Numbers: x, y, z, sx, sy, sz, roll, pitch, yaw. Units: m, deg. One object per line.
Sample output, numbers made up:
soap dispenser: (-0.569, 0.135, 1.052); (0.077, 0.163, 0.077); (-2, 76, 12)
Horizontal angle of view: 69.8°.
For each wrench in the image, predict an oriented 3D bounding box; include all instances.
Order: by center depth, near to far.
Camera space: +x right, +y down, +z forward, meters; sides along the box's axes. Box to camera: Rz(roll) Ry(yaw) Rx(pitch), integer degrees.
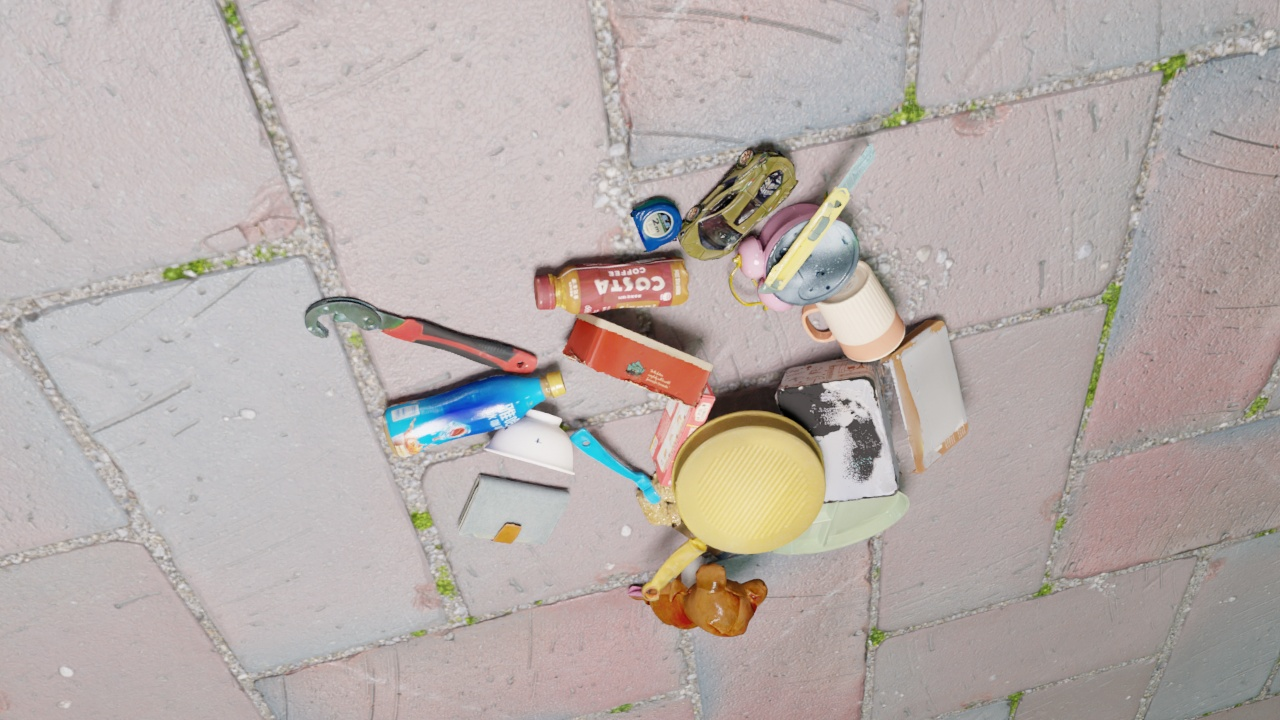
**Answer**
wrench: (-0.249, -0.025, 1.070); (0.273, 0.016, 0.056); (13, 125, -23)

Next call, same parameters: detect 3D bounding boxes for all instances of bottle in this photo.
bottle: (-0.034, -0.085, 1.058); (0.174, 0.057, 0.058); (-6, 127, -11)
bottle: (-0.198, 0.057, 1.113); (0.218, 0.065, 0.065); (-17, 128, -3)

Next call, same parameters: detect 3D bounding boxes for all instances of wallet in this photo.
wallet: (-0.174, 0.211, 1.255); (0.129, 0.037, 0.107); (14, 120, -24)
wallet: (0.113, 0.243, 1.362); (0.090, 0.033, 0.115); (-41, 122, 17)

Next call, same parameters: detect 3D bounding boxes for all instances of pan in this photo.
pan: (0.098, 0.213, 1.214); (0.197, 0.078, 0.358); (28, 112, -12)

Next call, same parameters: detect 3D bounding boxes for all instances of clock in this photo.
clock: (0.179, -0.118, 1.091); (0.158, 0.059, 0.117); (-34, 128, 9)

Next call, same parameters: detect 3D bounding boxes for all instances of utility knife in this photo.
utility knife: (0.199, -0.154, 1.028); (0.031, 0.021, 0.205); (19, 113, -33)

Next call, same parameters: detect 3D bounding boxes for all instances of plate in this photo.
plate: (0.283, 0.232, 1.360); (0.230, 0.027, 0.231); (-9, 149, -6)

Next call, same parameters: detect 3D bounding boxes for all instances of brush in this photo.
brush: (-0.009, 0.158, 1.249); (0.083, 0.045, 0.254); (-35, 133, 16)

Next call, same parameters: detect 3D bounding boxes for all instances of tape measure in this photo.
tape measure: (0.019, -0.157, 1.040); (0.054, 0.025, 0.058); (-24, 132, 0)

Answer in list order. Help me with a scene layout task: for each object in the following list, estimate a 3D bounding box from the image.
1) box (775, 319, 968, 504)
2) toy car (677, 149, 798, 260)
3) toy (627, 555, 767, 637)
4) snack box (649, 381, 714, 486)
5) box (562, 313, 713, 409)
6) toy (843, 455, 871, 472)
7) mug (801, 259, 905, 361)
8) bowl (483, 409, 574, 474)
box: (0.314, 0.071, 1.207); (0.270, 0.134, 0.179); (-20, 107, -6)
toy car: (0.110, -0.173, 1.045); (0.070, 0.042, 0.158); (32, 115, -32)
toy: (0.084, 0.347, 1.368); (0.140, 0.130, 0.200); (26, 150, -25)
snack box: (0.052, 0.085, 1.197); (0.025, 0.075, 0.153); (7, 123, -20)
box: (-0.006, 0.007, 1.104); (0.168, 0.091, 0.076); (22, 91, -28)
toy: (0.270, 0.144, 1.316); (0.161, 0.049, 0.157); (4, 131, -28)
mug: (0.258, -0.059, 1.152); (0.115, 0.081, 0.106); (-13, 133, 33)
bowl: (-0.131, 0.098, 1.154); (0.118, 0.118, 0.064); (20, 81, -27)
